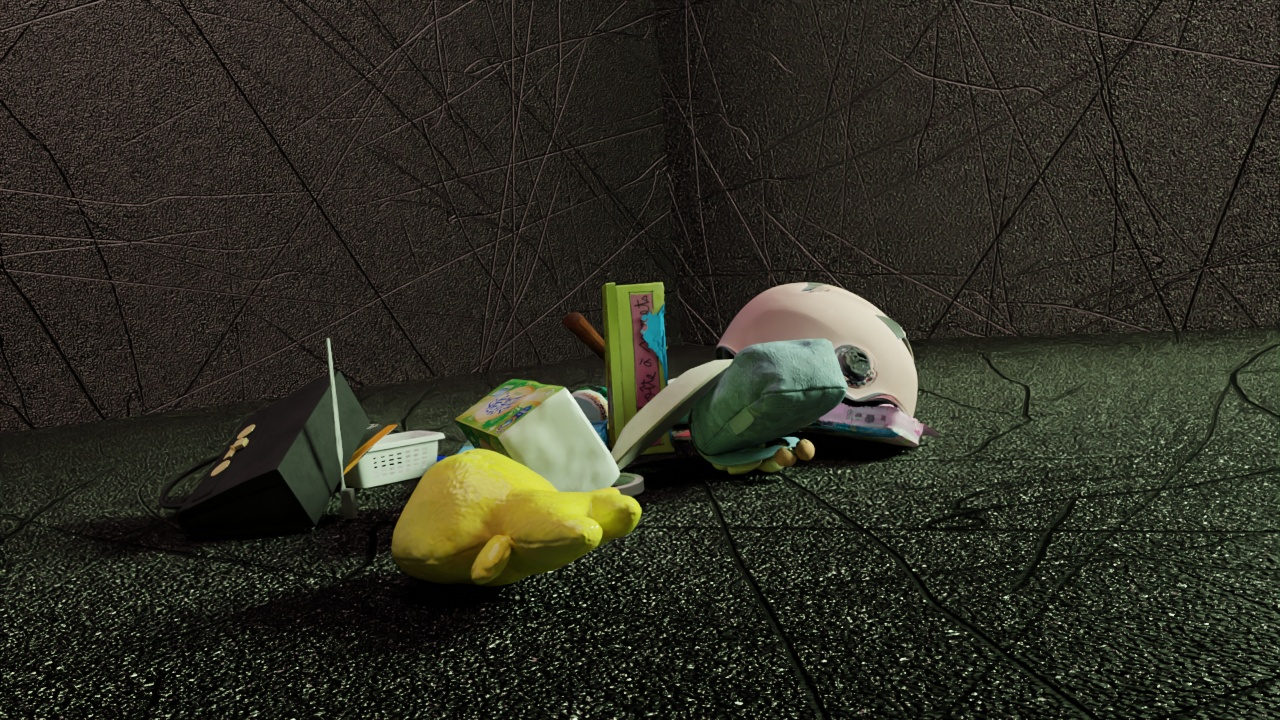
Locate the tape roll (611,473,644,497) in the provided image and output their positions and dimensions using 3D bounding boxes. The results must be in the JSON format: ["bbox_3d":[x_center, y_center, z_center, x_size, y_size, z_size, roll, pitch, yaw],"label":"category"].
[{"bbox_3d":[-0.043,0.129,0.928,0.093,0.013,0.093,-5,3,0],"label":"tape roll"}]

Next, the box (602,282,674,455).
[{"bbox_3d":[-0.007,0.007,1.191,0.081,0.221,0.124,-6,6,-5],"label":"box"}]

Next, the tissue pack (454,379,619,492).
[{"bbox_3d":[-0.126,0.100,0.868,0.141,0.120,0.198,-37,8,-18],"label":"tissue pack"}]

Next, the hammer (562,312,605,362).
[{"bbox_3d":[-0.031,0.012,1.422,0.111,0.028,0.300,-7,-32,28],"label":"hammer"}]

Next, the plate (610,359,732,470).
[{"bbox_3d":[0.027,0.055,1.016,0.188,0.027,0.189,-41,-8,-7],"label":"plate"}]

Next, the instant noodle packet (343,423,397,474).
[{"bbox_3d":[-0.395,0.119,1.049,0.221,0.032,0.159,-1,33,44],"label":"instant noodle packet"}]

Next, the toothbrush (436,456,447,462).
[{"bbox_3d":[-0.222,0.130,1.146,0.183,0.016,0.018,-2,10,38],"label":"toothbrush"}]

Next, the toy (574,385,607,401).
[{"bbox_3d":[-0.059,0.076,1.389,0.130,0.072,0.194,-45,23,-25],"label":"toy"}]

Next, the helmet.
[{"bbox_3d":[0.229,-0.005,1.134,0.255,0.152,0.230,22,-13,11],"label":"helmet"}]

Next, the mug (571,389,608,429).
[{"bbox_3d":[-0.098,0.083,1.264,0.105,0.073,0.089,-4,4,8],"label":"mug"}]

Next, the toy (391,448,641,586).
[{"bbox_3d":[-0.092,0.112,0.639,0.208,0.092,0.133,1,10,41],"label":"toy"}]

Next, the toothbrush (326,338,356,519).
[{"bbox_3d":[-0.293,0.068,0.898,0.010,0.181,0.010,-1,10,9],"label":"toothbrush"}]

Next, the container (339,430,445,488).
[{"bbox_3d":[-0.311,0.122,1.128,0.129,0.049,0.081,-8,5,-41],"label":"container"}]

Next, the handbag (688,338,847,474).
[{"bbox_3d":[0.132,0.057,0.949,0.121,0.118,0.192,-6,-21,-23],"label":"handbag"}]

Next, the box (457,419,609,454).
[{"bbox_3d":[-0.125,0.108,1.097,0.174,0.033,0.231,-3,7,1],"label":"box"}]

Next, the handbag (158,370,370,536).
[{"bbox_3d":[-0.408,0.110,0.948,0.196,0.072,0.175,-16,28,12],"label":"handbag"}]

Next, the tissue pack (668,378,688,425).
[{"bbox_3d":[0.108,0.053,1.424,0.112,0.070,0.181,-13,-2,38],"label":"tissue pack"}]

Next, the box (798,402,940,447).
[{"bbox_3d":[0.227,0.074,1.087,0.231,0.035,0.159,6,-11,41],"label":"box"}]

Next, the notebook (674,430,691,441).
[{"bbox_3d":[0.159,0.091,1.286,0.153,0.012,0.208,-3,3,28],"label":"notebook"}]
